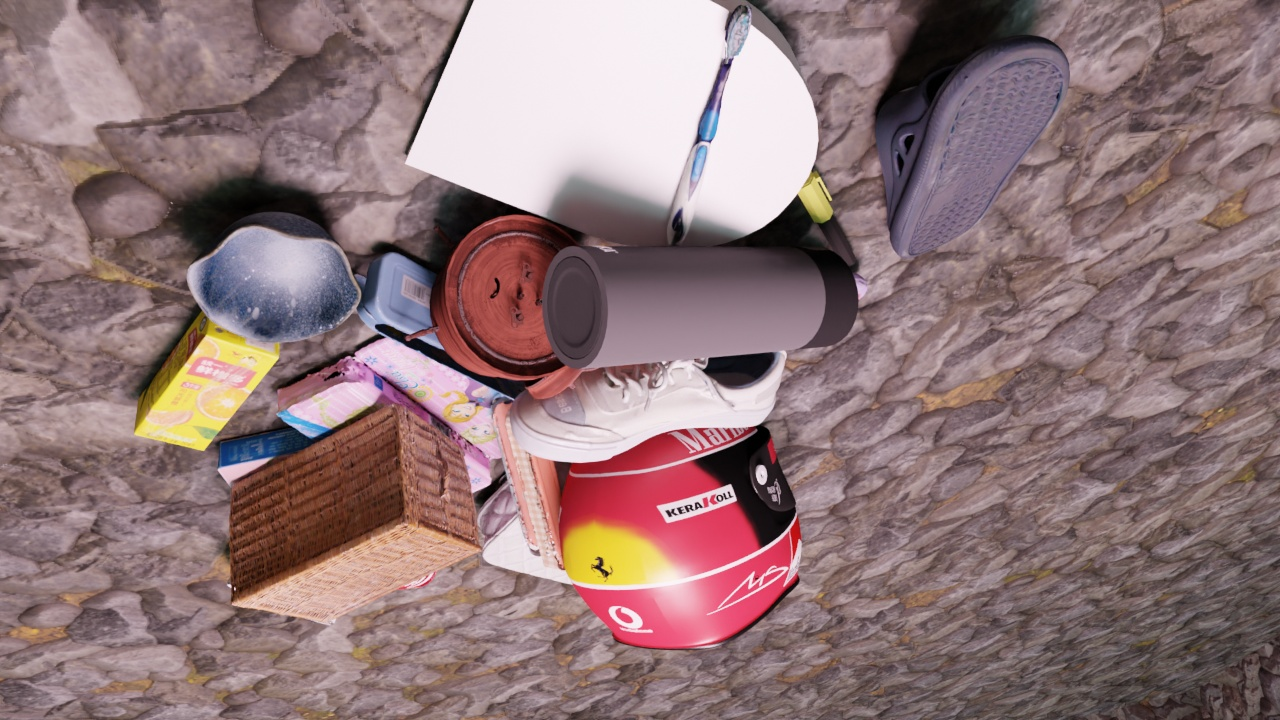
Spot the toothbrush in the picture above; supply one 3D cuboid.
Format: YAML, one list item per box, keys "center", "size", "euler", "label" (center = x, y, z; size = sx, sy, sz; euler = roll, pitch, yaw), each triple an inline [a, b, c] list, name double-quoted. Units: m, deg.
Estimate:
- center: [0.043, -0.146, 0.612]
  size: [0.016, 0.017, 0.189]
  euler: [12, 135, -5]
  label: "toothbrush"

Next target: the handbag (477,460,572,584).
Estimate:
- center: [-0.074, 0.170, 1.000]
  size: [0.139, 0.072, 0.194]
  euler: [-45, 135, 20]
  label: "handbag"

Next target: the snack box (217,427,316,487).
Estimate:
- center: [-0.328, 0.122, 0.870]
  size: [0.088, 0.033, 0.154]
  euler: [-11, 143, -8]
  label: "snack box"

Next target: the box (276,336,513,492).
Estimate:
- center: [-0.194, 0.059, 0.842]
  size: [0.159, 0.035, 0.230]
  euler: [-25, 143, 12]
  label: "box"

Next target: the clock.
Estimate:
- center: [-0.085, -0.037, 0.686]
  size: [0.157, 0.120, 0.072]
  euler: [18, 166, -26]
  label: "clock"

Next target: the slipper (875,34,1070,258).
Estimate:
- center: [0.234, -0.168, 0.693]
  size: [0.110, 0.083, 0.268]
  euler: [-25, 161, -2]
  label: "slipper"

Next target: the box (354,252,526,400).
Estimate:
- center: [-0.147, -0.011, 0.748]
  size: [0.059, 0.068, 0.209]
  euler: [-22, 146, 33]
  label: "box"

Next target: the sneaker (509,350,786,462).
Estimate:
- center: [0.011, 0.016, 0.753]
  size: [0.241, 0.089, 0.091]
  euler: [-8, 138, -23]
  label: "sneaker"

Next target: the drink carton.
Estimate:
- center: [-0.342, 0.015, 0.722]
  size: [0.058, 0.043, 0.135]
  euler: [23, 127, -39]
  label: "drink carton"

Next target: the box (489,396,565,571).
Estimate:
- center: [-0.103, 0.114, 0.878]
  size: [0.064, 0.056, 0.188]
  euler: [9, 121, 31]
  label: "box"

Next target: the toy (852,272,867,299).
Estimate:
- center: [0.151, -0.063, 0.816]
  size: [0.099, 0.036, 0.080]
  euler: [14, 150, -35]
  label: "toy"

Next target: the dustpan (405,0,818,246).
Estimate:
- center: [-0.003, -0.175, 0.632]
  size: [0.257, 0.053, 0.192]
  euler: [19, 132, -23]
  label: "dustpan"

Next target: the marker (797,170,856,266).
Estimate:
- center: [0.157, -0.117, 0.767]
  size: [0.021, 0.017, 0.124]
  euler: [-28, 143, 15]
  label: "marker"

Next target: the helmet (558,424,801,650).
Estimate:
- center: [0.040, 0.140, 0.885]
  size: [0.198, 0.224, 0.270]
  euler: [-8, -175, 36]
  label: "helmet"

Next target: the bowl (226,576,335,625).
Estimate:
- center: [-0.358, 0.224, 0.946]
  size: [0.113, 0.063, 0.114]
  euler: [17, 155, 8]
  label: "bowl"

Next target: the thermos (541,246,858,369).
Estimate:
- center: [0.052, -0.043, 0.680]
  size: [0.239, 0.082, 0.082]
  euler: [-5, 143, -36]
  label: "thermos"

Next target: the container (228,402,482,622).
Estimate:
- center: [-0.247, 0.139, 0.801]
  size: [0.199, 0.113, 0.112]
  euler: [-25, 147, 15]
  label: "container"

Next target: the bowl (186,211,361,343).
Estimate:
- center: [-0.253, -0.066, 0.643]
  size: [0.110, 0.055, 0.110]
  euler: [-10, 142, -8]
  label: "bowl"

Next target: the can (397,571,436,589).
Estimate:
- center: [-0.266, 0.208, 0.959]
  size: [0.064, 0.064, 0.104]
  euler: [-36, 155, 23]
  label: "can"
